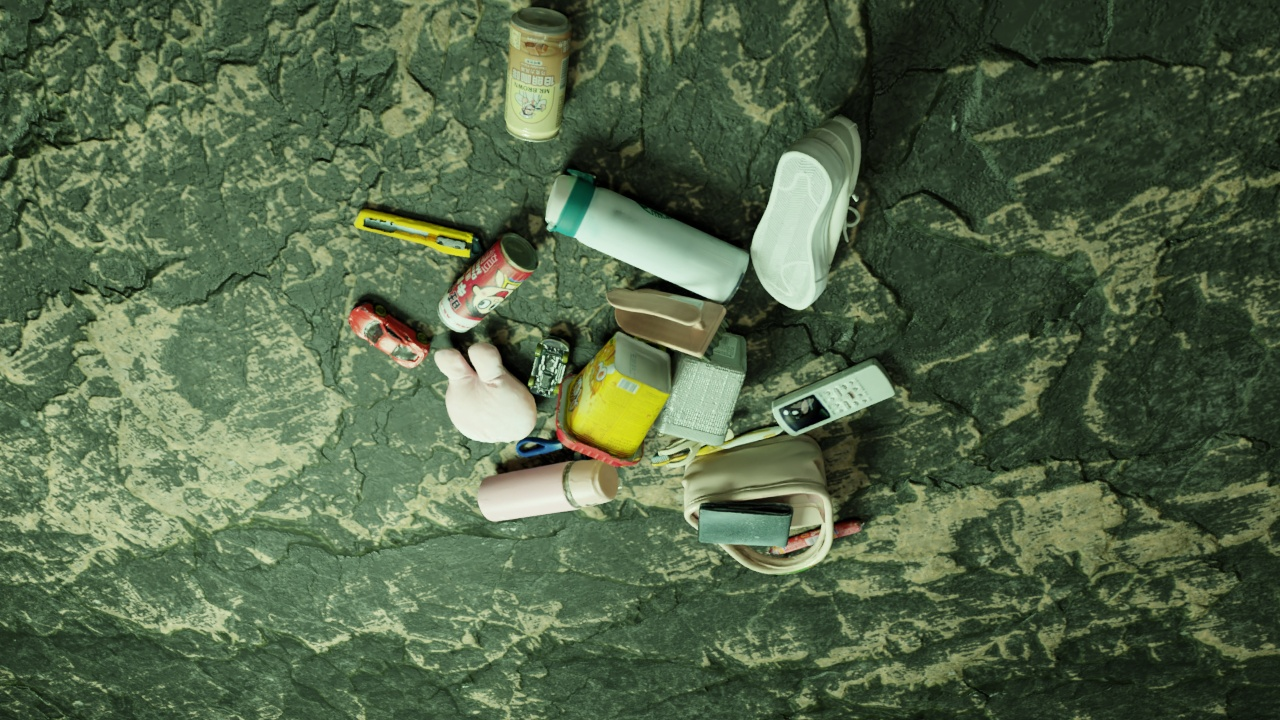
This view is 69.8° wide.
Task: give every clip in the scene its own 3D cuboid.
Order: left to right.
[{"bbox_3d":[0.069,0.112,1.189,0.105,0.083,0.035,-9,128,28],"label":"clip"}]

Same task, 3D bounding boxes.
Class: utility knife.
[{"bbox_3d":[-0.254,-0.145,1.057,0.154,0.015,0.033,13,127,-2],"label":"utility knife"}]

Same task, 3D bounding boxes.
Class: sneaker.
[{"bbox_3d":[0.179,-0.154,0.960,0.089,0.090,0.243,32,152,19],"label":"sneaker"}]

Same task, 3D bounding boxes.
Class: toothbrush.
[{"bbox_3d":[0.100,0.111,1.218,0.192,0.016,0.018,-18,116,21],"label":"toothbrush"}]

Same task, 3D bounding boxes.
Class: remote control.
[{"bbox_3d":[0.239,0.048,1.143,0.150,0.021,0.058,-27,121,25],"label":"remote control"}]

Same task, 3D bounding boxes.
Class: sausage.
[{"bbox_3d":[0.248,0.253,1.310,0.156,0.020,0.020,-23,123,24],"label":"sausage"}]

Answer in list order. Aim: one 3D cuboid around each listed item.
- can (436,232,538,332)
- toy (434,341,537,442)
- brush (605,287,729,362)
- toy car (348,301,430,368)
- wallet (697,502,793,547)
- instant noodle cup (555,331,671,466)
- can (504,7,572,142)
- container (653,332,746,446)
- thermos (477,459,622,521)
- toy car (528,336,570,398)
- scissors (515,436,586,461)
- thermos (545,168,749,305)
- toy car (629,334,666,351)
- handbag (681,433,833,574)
[{"bbox_3d":[-0.180,-0.089,1.068,0.053,0.053,0.133,39,124,-22],"label":"can"},{"bbox_3d":[-0.199,0.041,1.177,0.121,0.054,0.160,-5,126,14],"label":"toy"},{"bbox_3d":[0.026,-0.050,1.040,0.146,0.063,0.073,19,166,40],"label":"brush"},{"bbox_3d":[-0.317,-0.031,1.150,0.106,0.031,0.049,37,123,-19],"label":"toy car"},{"bbox_3d":[0.135,0.215,1.190,0.121,0.019,0.097,2,142,4],"label":"wallet"},{"bbox_3d":[-0.027,0.042,1.081,0.116,0.116,0.124,24,126,-17],"label":"instant noodle cup"},{"bbox_3d":[-0.101,-0.279,0.899,0.058,0.058,0.116,11,130,-1],"label":"can"},{"bbox_3d":[0.075,0.026,1.106,0.090,0.090,0.115,14,127,-4],"label":"container"},{"bbox_3d":[-0.120,0.177,1.258,0.199,0.067,0.087,-14,164,27],"label":"thermos"},{"bbox_3d":[-0.114,0.006,1.148,0.042,0.035,0.091,14,129,-5],"label":"toy car"},{"bbox_3d":[-0.095,0.118,1.236,0.175,0.012,0.162,-2,137,20],"label":"scissors"},{"bbox_3d":[0.005,-0.136,0.999,0.224,0.073,0.073,23,128,-10],"label":"thermos"},{"bbox_3d":[-0.007,0.007,1.137,0.048,0.032,0.105,26,129,-13],"label":"toy car"},{"bbox_3d":[0.175,0.215,1.253,0.194,0.093,0.234,-12,131,18],"label":"handbag"}]
